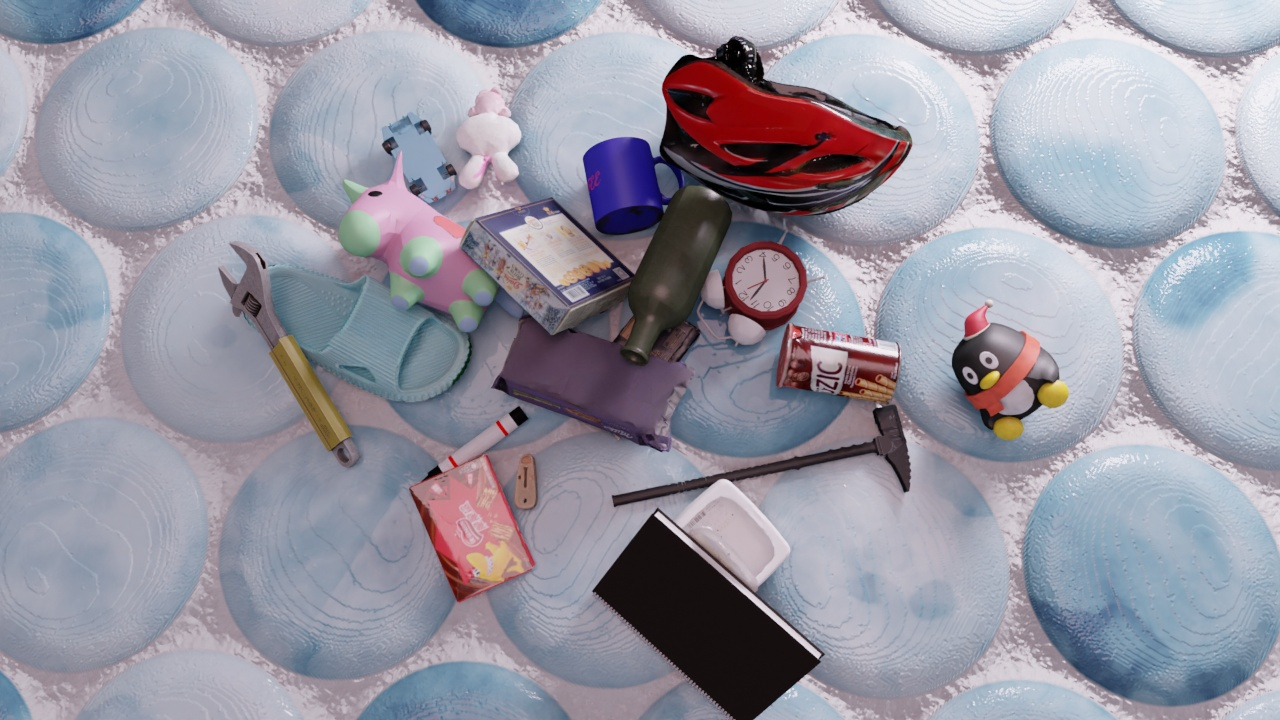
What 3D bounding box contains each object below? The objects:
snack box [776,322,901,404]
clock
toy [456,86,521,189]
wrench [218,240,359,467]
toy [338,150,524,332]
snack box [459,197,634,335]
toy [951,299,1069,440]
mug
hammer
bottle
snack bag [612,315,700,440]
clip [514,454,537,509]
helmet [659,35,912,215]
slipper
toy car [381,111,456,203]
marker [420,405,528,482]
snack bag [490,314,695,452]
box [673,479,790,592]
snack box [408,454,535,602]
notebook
[{"bbox_3d":[0.213,0.004,0.992,0.121,0.072,0.072,10,77,3],"label":"snack box"},{"bbox_3d":[0.128,-0.077,1.024,0.137,0.048,0.096,-35,78,-8],"label":"clock"},{"bbox_3d":[-0.178,-0.261,1.081,0.076,0.037,0.125,-5,74,4],"label":"toy"},{"bbox_3d":[-0.381,-0.004,1.001,0.084,0.018,0.273,-31,91,33],"label":"wrench"},{"bbox_3d":[-0.230,-0.121,1.016,0.222,0.120,0.170,22,32,-23],"label":"toy"},{"bbox_3d":[-0.096,-0.107,0.996,0.145,0.144,0.043,43,124,11],"label":"snack box"},{"bbox_3d":[0.379,0.007,0.972,0.119,0.099,0.098,39,126,-2],"label":"toy"},{"bbox_3d":[-0.004,-0.199,1.044,0.111,0.079,0.083,-8,76,-13],"label":"mug"},{"bbox_3d":[0.130,0.127,0.995,0.325,0.015,0.095,-12,78,-1],"label":"hammer"},{"bbox_3d":[0.032,-0.089,0.979,0.071,0.071,0.206,22,66,6],"label":"bottle"},{"bbox_3d":[-0.006,0.006,1.024,0.074,0.018,0.155,37,80,9],"label":"snack bag"},{"bbox_3d":[-0.123,0.132,0.992,0.025,0.047,0.062,4,49,2],"label":"clip"},{"bbox_3d":[0.151,-0.245,0.989,0.272,0.217,0.167,18,112,5],"label":"helmet"},{"bbox_3d":[-0.324,-0.038,1.018,0.276,0.069,0.116,22,82,7],"label":"slipper"},{"bbox_3d":[-0.259,-0.235,1.082,0.060,0.027,0.107,-31,88,-6],"label":"toy car"},{"bbox_3d":[-0.187,0.100,1.006,0.145,0.019,0.019,-37,79,-7],"label":"marker"},{"bbox_3d":[-0.051,0.020,0.984,0.205,0.058,0.096,19,78,10],"label":"snack bag"},{"bbox_3d":[0.085,0.186,0.917,0.103,0.130,0.110,-42,81,-4],"label":"box"},{"bbox_3d":[-0.179,0.178,0.977,0.089,0.021,0.133,-24,87,-5],"label":"snack box"},{"bbox_3d":[0.059,0.260,0.912,0.206,0.149,0.016,40,38,10],"label":"notebook"}]
